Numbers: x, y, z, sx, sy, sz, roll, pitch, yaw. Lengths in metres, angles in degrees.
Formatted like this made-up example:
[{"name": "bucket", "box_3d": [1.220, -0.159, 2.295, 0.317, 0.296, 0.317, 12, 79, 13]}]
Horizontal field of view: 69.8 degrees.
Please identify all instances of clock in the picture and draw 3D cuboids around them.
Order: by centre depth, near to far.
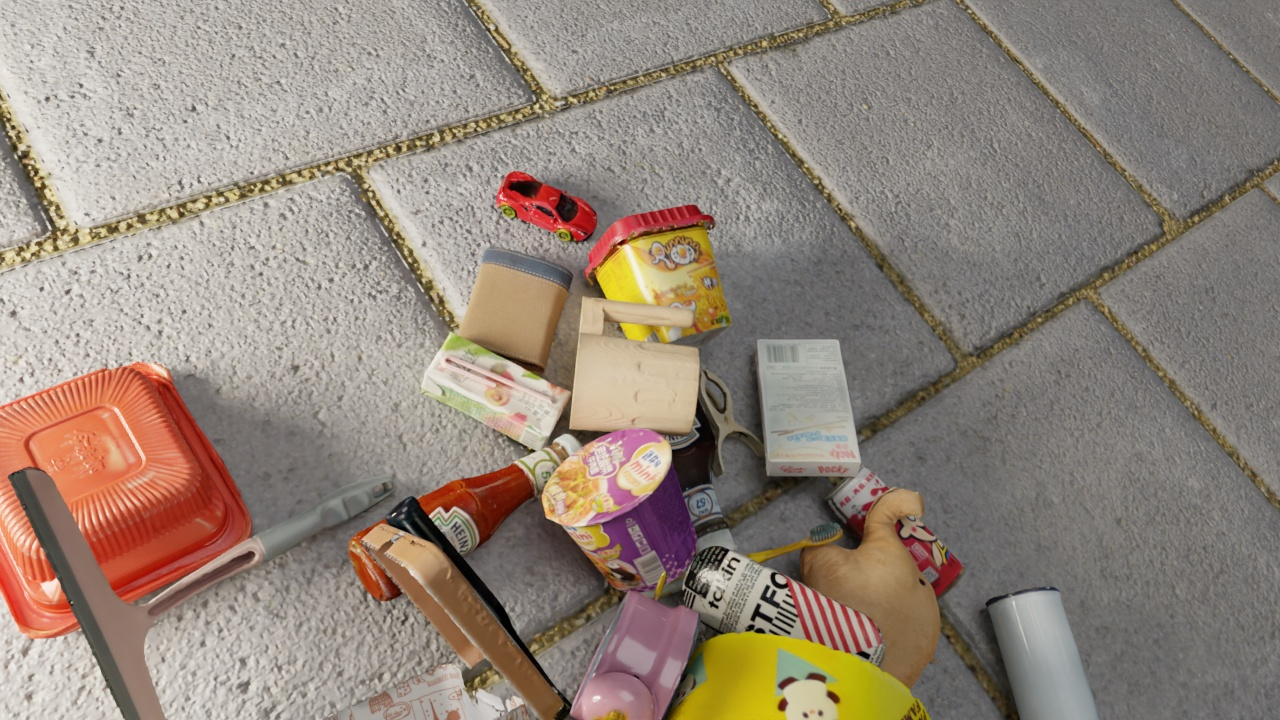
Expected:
[{"name": "clock", "box_3d": [-0.012, 0.242, 0.676, 0.060, 0.117, 0.158, 26, 41, 1]}]

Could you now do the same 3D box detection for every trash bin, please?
[{"name": "trash bin", "box_3d": [0.083, 0.339, 0.603, 0.229, 0.230, 0.254, 28, 50, -3]}]

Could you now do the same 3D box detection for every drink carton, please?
[{"name": "drink carton", "box_3d": [-0.127, 0.027, 0.810, 0.122, 0.046, 0.053, 28, 56, -2]}]

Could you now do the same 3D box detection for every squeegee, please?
[{"name": "squeegee", "box_3d": [-0.283, 0.143, 0.670, 0.248, 0.040, 0.248, -30, 109, -48]}]

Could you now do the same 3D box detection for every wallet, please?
[{"name": "wallet", "box_3d": [-0.119, -0.049, 0.868, 0.090, 0.033, 0.115, 16, 57, -7]}]

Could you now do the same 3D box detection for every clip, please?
[{"name": "clip", "box_3d": [0.073, 0.058, 0.876, 0.061, 0.034, 0.097, -19, 77, -29]}]

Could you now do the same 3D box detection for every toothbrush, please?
[{"name": "toothbrush", "box_3d": [-0.116, 0.191, 0.690, 0.027, 0.026, 0.212, -41, 104, -26]}, {"name": "toothbrush", "box_3d": [0.083, 0.171, 0.783, 0.191, 0.018, 0.016, -16, 40, -6]}]

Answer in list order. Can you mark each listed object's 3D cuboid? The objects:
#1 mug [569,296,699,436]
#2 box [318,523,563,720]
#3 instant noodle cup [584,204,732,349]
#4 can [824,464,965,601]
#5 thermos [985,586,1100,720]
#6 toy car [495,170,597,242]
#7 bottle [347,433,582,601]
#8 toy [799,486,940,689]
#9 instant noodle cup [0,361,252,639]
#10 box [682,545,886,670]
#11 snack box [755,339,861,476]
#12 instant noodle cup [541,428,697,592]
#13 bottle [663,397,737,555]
[{"name": "mug", "box_3d": [-0.005, 0.005, 0.799, 0.103, 0.084, 0.124, 6, 63, -3]}, {"name": "box", "box_3d": [-0.150, 0.203, 0.580, 0.156, 0.183, 0.192, -19, 91, -29]}, {"name": "instant noodle cup", "box_3d": [0.023, -0.071, 0.891, 0.116, 0.116, 0.123, -15, 78, -27]}, {"name": "can", "box_3d": [0.236, 0.162, 0.857, 0.053, 0.053, 0.132, -36, 77, -33]}, {"name": "thermos", "box_3d": [0.371, 0.319, 0.807, 0.073, 0.073, 0.223, 3, 60, -19]}, {"name": "toy car", "box_3d": [-0.094, -0.159, 0.944, 0.106, 0.031, 0.049, 24, 56, -8]}, {"name": "bottle", "box_3d": [-0.132, 0.119, 0.744, 0.205, 0.060, 0.060, -28, 73, -31]}, {"name": "toy", "box_3d": [0.190, 0.212, 0.783, 0.143, 0.083, 0.225, 43, 63, 12]}, {"name": "instant noodle cup", "box_3d": [-0.394, 0.081, 0.661, 0.164, 0.079, 0.189, -28, 71, -33]}, {"name": "box", "box_3d": [0.112, 0.207, 0.722, 0.164, 0.081, 0.074, 20, 82, 24]}, {"name": "snack box", "box_3d": [0.158, 0.042, 0.886, 0.085, 0.027, 0.156, 0, 48, 1]}, {"name": "instant noodle cup", "box_3d": [-0.009, 0.127, 0.748, 0.111, 0.112, 0.099, -50, 127, -35]}, {"name": "bottle", "box_3d": [0.034, 0.089, 0.834, 0.079, 0.044, 0.194, -14, 67, -21]}]
